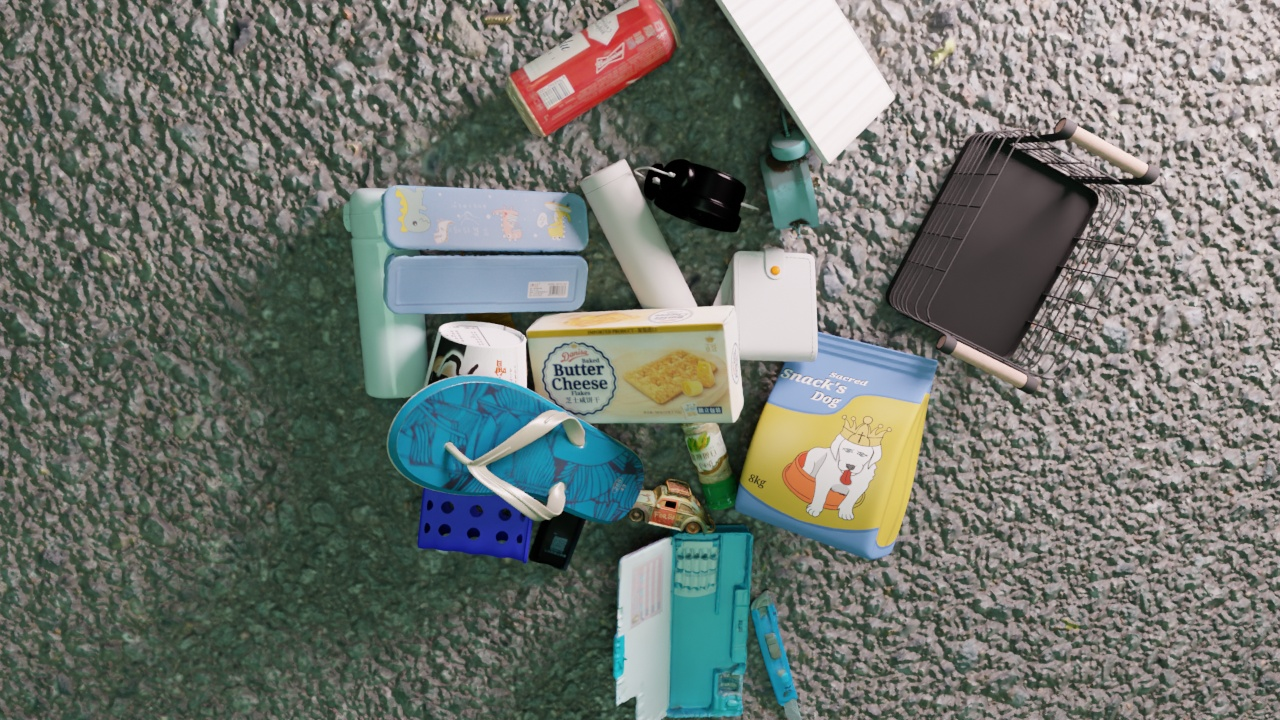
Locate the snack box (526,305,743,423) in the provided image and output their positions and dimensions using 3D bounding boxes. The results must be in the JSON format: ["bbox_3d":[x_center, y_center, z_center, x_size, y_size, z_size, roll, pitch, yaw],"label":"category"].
[{"bbox_3d":[-0.005,0.005,0.925,0.208,0.057,0.104,-1,109,17],"label":"snack box"}]

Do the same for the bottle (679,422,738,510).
[{"bbox_3d":[0.077,0.106,0.999,0.043,0.043,0.111,-19,103,0],"label":"bottle"}]

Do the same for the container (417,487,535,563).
[{"bbox_3d":[-0.170,0.157,0.970,0.113,0.085,0.084,8,101,-5],"label":"container"}]

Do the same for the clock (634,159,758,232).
[{"bbox_3d":[0.051,-0.167,0.911,0.120,0.091,0.042,19,90,-20],"label":"clock"}]

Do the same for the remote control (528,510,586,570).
[{"bbox_3d":[-0.078,0.161,1.009,0.047,0.022,0.150,19,101,-8],"label":"remote control"}]

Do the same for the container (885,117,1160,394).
[{"bbox_3d":[0.382,-0.108,0.929,0.163,0.130,0.241,25,99,-9],"label":"container"}]

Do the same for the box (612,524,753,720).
[{"bbox_3d":[0.040,0.300,1.026,0.181,0.072,0.227,-4,104,-26],"label":"box"}]

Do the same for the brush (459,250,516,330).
[{"bbox_3d":[-0.167,-0.065,0.955,0.048,0.017,0.126,-21,103,1],"label":"brush"}]

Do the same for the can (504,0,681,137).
[{"bbox_3d":[-0.046,-0.285,0.890,0.170,0.067,0.067,-30,103,3],"label":"can"}]

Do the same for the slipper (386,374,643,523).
[{"bbox_3d":[-0.097,0.093,0.877,0.294,0.060,0.118,25,81,-38],"label":"slipper"}]

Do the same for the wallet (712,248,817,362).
[{"bbox_3d":[0.122,-0.058,0.949,0.115,0.037,0.118,2,77,-6],"label":"wallet"}]

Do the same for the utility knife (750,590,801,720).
[{"bbox_3d":[0.160,0.350,1.074,0.031,0.015,0.175,-17,105,4],"label":"utility knife"}]

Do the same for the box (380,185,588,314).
[{"bbox_3d":[-0.149,-0.108,0.905,0.208,0.034,0.127,-3,104,-26],"label":"box"}]

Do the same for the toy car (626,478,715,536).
[{"bbox_3d":[0.031,0.156,1.004,0.112,0.047,0.047,13,103,-7],"label":"toy car"}]

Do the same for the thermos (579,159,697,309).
[{"bbox_3d":[0.011,-0.094,0.944,0.052,0.052,0.224,-27,103,2],"label":"thermos"}]

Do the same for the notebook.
[{"bbox_3d":[0.158,-0.310,0.888,0.142,0.009,0.210,-45,105,-32],"label":"notebook"}]

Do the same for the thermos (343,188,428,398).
[{"bbox_3d":[-0.253,-0.069,0.923,0.078,0.065,0.207,1,103,13],"label":"thermos"}]

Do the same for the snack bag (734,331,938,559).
[{"bbox_3d":[0.204,0.081,0.946,0.159,0.102,0.205,16,92,31],"label":"snack bag"}]

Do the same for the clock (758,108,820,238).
[{"bbox_3d":[0.148,-0.188,0.917,0.053,0.090,0.124,-13,104,9],"label":"clock"}]

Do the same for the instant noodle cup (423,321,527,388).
[{"bbox_3d":[-0.164,0.031,0.917,0.123,0.123,0.122,8,107,-6],"label":"instant noodle cup"}]
